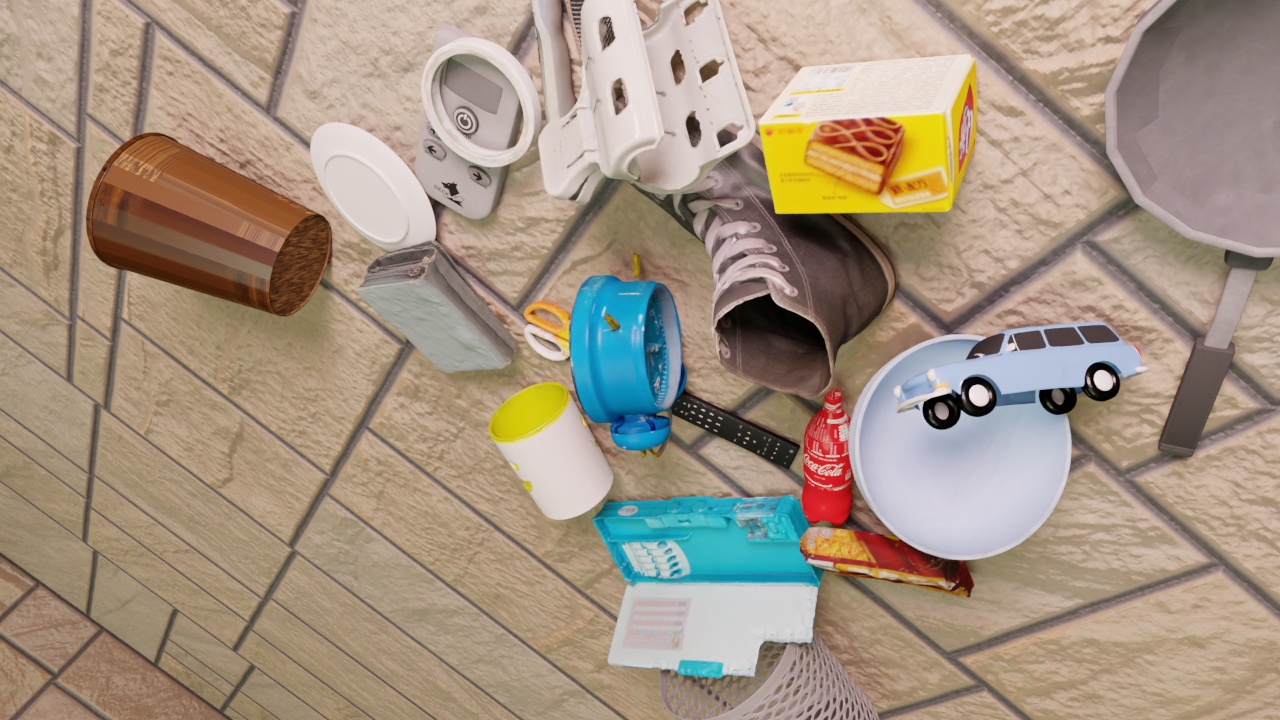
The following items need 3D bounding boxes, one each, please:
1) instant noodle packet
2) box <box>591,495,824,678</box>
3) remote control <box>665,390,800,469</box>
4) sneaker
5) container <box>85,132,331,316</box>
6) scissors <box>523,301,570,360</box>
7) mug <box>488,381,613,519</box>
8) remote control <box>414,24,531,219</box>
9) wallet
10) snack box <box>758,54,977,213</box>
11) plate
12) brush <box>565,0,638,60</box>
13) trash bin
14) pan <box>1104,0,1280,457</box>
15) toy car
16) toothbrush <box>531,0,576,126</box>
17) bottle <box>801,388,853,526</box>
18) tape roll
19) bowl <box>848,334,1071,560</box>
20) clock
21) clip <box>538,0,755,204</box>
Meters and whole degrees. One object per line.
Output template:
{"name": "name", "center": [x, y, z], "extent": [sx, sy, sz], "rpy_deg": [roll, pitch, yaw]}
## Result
{"name": "instant noodle packet", "center": [0.207, 0.170, 0.777], "extent": [0.136, 0.039, 0.098], "rpy_deg": [3, 161, 29]}
{"name": "box", "center": [0.065, 0.213, 0.891], "extent": [0.228, 0.084, 0.171], "rpy_deg": [-9, 86, 37]}
{"name": "remote control", "center": [0.070, 0.054, 0.798], "extent": [0.140, 0.009, 0.030], "rpy_deg": [25, 137, 10]}
{"name": "sneaker", "center": [0.055, -0.080, 0.607], "extent": [0.235, 0.119, 0.095], "rpy_deg": [42, 137, -4]}
{"name": "container", "center": [-0.386, -0.117, 0.844], "extent": [0.167, 0.131, 0.132], "rpy_deg": [22, 137, 5]}
{"name": "scissors", "center": [-0.048, -0.009, 0.810], "extent": [0.128, 0.013, 0.065], "rpy_deg": [25, 138, 11]}
{"name": "mug", "center": [-0.083, 0.086, 0.868], "extent": [0.083, 0.082, 0.106], "rpy_deg": [-5, 126, 35]}
{"name": "remote control", "center": [-0.134, -0.175, 0.707], "extent": [0.074, 0.019, 0.151], "rpy_deg": [31, 138, 3]}
{"name": "wallet", "center": [-0.180, -0.043, 0.826], "extent": [0.101, 0.054, 0.132], "rpy_deg": [0, 138, 38]}
{"name": "snack box", "center": [0.135, -0.131, 0.535], "extent": [0.106, 0.083, 0.061], "rpy_deg": [5, 130, 29]}
{"name": "plate", "center": [-0.234, -0.142, 0.791], "extent": [0.134, 0.011, 0.135], "rpy_deg": [23, 143, 19]}
{"name": "brush", "center": [-0.033, -0.252, 0.578], "extent": [0.050, 0.015, 0.136], "rpy_deg": [7, 131, 26]}
{"name": "trash bin", "center": [0.136, 0.343, 0.918], "extent": [0.157, 0.156, 0.183], "rpy_deg": [-21, 118, 42]}
{"name": "pan", "center": [0.337, -0.069, 0.503], "extent": [0.179, 0.041, 0.358], "rpy_deg": [12, 139, 24]}
{"name": "toy car", "center": [0.234, 0.008, 0.574], "extent": [0.153, 0.054, 0.056], "rpy_deg": [-6, 167, -12]}
{"name": "toothbrush", "center": [-0.063, -0.233, 0.609], "extent": [0.024, 0.022, 0.186], "rpy_deg": [2, 132, 9]}
{"name": "bottle", "center": [0.154, 0.079, 0.746], "extent": [0.042, 0.041, 0.142], "rpy_deg": [13, 134, 22]}
{"name": "tape roll", "center": [-0.115, -0.185, 0.663], "extent": [0.093, 0.013, 0.093], "rpy_deg": [14, 131, 17]}
{"name": "bowl", "center": [0.210, 0.058, 0.641], "extent": [0.150, 0.150, 0.075], "rpy_deg": [38, 176, -5]}
{"name": "clock", "center": [-0.004, 0.004, 0.725], "extent": [0.060, 0.116, 0.161], "rpy_deg": [-4, 128, 19]}
{"name": "clip", "center": [-0.016, -0.158, 0.555], "extent": [0.152, 0.126, 0.104], "rpy_deg": [-21, 153, 23]}
